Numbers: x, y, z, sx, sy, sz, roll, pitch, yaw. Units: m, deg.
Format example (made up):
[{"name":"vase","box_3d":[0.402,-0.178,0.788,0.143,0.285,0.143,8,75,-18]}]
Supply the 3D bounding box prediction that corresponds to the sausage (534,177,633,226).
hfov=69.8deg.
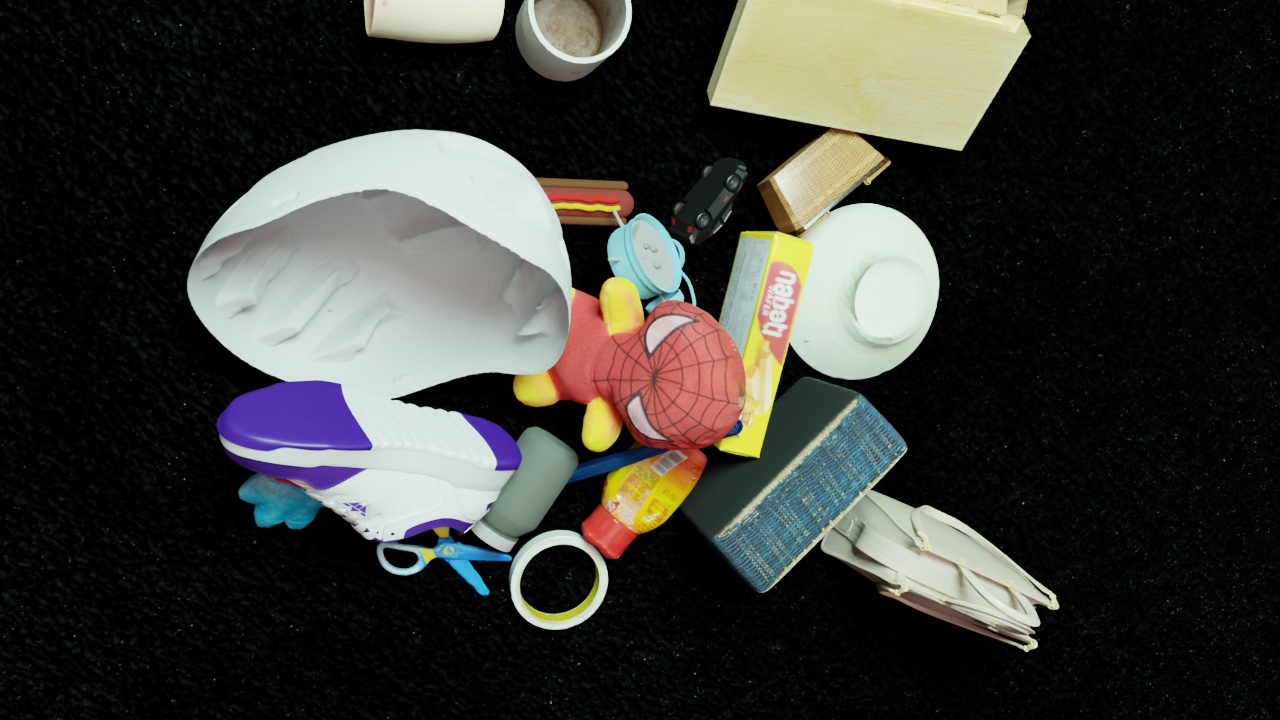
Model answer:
[{"name":"sausage","box_3d":[-0.082,-0.142,0.816,0.155,0.040,0.040,0,98,-13]}]

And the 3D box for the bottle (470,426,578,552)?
[{"name":"bottle","box_3d":[-0.107,0.118,0.840,0.060,0.060,0.108,34,89,-16]}]

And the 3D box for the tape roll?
[{"name":"tape roll","box_3d":[-0.079,0.211,0.881,0.094,0.019,0.094,-2,100,-14]}]

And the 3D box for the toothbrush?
[{"name":"toothbrush","box_3d":[0.004,0.083,0.832,0.190,0.017,0.016,-19,83,23]}]

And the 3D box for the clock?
[{"name":"clock","box_3d":[0.017,-0.082,0.826,0.042,0.087,0.123,-21,139,31]}]

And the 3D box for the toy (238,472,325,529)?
[{"name":"toy","box_3d":[-0.294,0.088,0.793,0.092,0.062,0.133,17,110,-20]}]

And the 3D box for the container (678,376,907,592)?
[{"name":"container","box_3d":[0.133,0.107,0.851,0.187,0.145,0.071,-44,102,-4]}]

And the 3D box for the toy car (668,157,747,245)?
[{"name":"toy car","box_3d":[0.066,-0.146,0.851,0.091,0.042,0.036,-52,131,-2]}]

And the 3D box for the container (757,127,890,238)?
[{"name":"container","box_3d":[0.167,-0.170,0.862,0.114,0.063,0.061,-40,98,-5]}]

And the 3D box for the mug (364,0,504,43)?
[{"name":"mug","box_3d":[-0.170,-0.315,0.754,0.104,0.085,0.111,1,69,-23]}]

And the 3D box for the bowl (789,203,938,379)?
[{"name":"bowl","box_3d":[0.226,-0.062,0.888,0.176,0.058,0.177,-3,102,-16]}]

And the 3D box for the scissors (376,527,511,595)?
[{"name":"scissors","box_3d":[-0.185,0.183,0.854,0.109,0.018,0.131,-38,106,-7]}]

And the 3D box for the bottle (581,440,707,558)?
[{"name":"bottle","box_3d":[0.001,0.126,0.872,0.071,0.048,0.134,41,88,-18]}]

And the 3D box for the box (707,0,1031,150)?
[{"name":"box","box_3d":[0.195,-0.297,0.799,0.248,0.142,0.179,7,80,-13]}]

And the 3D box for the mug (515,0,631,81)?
[{"name":"mug","box_3d":[-0.045,-0.296,0.771,0.119,0.096,0.083,-40,105,-5]}]

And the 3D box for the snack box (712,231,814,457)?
[{"name":"snack box","box_3d":[0.101,-0.018,0.852,0.042,0.092,0.201,12,95,-14]}]

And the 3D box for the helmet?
[{"name":"helmet","box_3d":[-0.198,-0.065,0.716,0.282,0.183,0.224,-23,138,2]}]

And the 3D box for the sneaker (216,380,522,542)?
[{"name":"sneaker","box_3d":[-0.226,0.094,0.752,0.244,0.091,0.111,14,115,-33]}]

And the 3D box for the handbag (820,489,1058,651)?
[{"name":"handbag","box_3d":[0.298,0.209,0.878,0.194,0.198,0.101,25,92,-16]}]

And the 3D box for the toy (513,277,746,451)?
[{"name":"toy","box_3d":[-0.005,0.005,0.784,0.216,0.098,0.148,16,109,27]}]
